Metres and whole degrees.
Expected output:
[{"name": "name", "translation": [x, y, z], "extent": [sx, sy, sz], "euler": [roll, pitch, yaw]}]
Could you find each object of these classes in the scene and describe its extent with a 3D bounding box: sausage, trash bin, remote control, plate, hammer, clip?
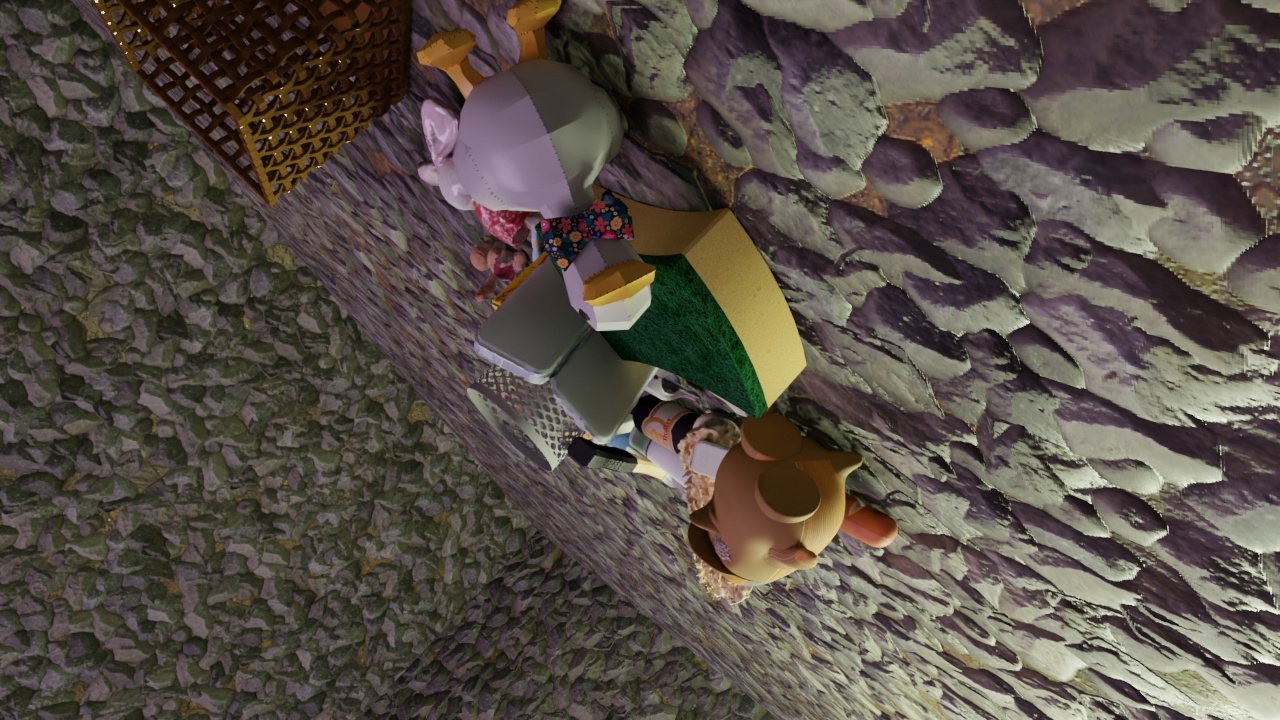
[{"name": "sausage", "translation": [0.213, 0.155, 1.035], "extent": [0.164, 0.044, 0.039], "euler": [35, -164, 27]}, {"name": "trash bin", "translation": [-0.114, 0.030, 1.243], "extent": [0.156, 0.183, 0.157], "euler": [39, 162, 15]}, {"name": "remote control", "translation": [0.134, 0.135, 1.102], "extent": [0.147, 0.008, 0.045], "euler": [17, 117, 12]}, {"name": "plate", "translation": [-0.112, 0.062, 1.399], "extent": [0.187, 0.186, 0.016], "euler": [35, 117, 37]}, {"name": "hammer", "translation": [-0.013, 0.147, 1.324], "extent": [0.131, 0.039, 0.328], "euler": [37, -175, 25]}, {"name": "clip", "translation": [-0.008, 0.007, 1.143], "extent": [0.143, 0.074, 0.125], "euler": [25, 178, -33]}]

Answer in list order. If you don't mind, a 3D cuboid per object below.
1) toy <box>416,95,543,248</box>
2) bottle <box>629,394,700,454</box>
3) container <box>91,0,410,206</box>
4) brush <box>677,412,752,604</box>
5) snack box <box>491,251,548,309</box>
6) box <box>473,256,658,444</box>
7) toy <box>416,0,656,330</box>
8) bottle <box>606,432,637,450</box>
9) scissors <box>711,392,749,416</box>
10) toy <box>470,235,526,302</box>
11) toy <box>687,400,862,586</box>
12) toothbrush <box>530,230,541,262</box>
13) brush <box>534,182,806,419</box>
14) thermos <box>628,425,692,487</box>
[{"name": "toy", "translation": [-0.176, -0.197, 1.033], "extent": [0.194, 0.084, 0.159], "euler": [35, 154, 6]}, {"name": "bottle", "translation": [0.022, 0.077, 1.258], "extent": [0.182, 0.059, 0.059], "euler": [27, 156, 44]}, {"name": "container", "translation": [-0.394, -0.344, 0.954], "extent": [0.219, 0.213, 0.252], "euler": [45, 163, -4]}, {"name": "brush", "translation": [0.105, 0.193, 1.182], "extent": [0.083, 0.056, 0.271], "euler": [4, 117, 24]}, {"name": "snack box", "translation": [-0.116, -0.072, 1.144], "extent": [0.061, 0.105, 0.084], "euler": [27, 156, 44]}, {"name": "box", "translation": [-0.066, -0.022, 1.015], "extent": [0.192, 0.209, 0.061], "euler": [36, 130, 1]}, {"name": "toy", "translation": [-0.072, -0.152, 0.757], "extent": [0.267, 0.141, 0.247], "euler": [66, 172, -16]}, {"name": "bottle", "translation": [-0.018, 0.144, 1.534], "extent": [0.130, 0.040, 0.040], "euler": [30, 158, 38]}, {"name": "scissors", "translation": [0.112, 0.045, 1.056], "extent": [0.188, 0.015, 0.146], "euler": [24, 153, 44]}, {"name": "toy", "translation": [-0.201, -0.139, 1.262], "extent": [0.106, 0.074, 0.085], "euler": [55, 143, 45]}, {"name": "toy", "translation": [0.128, 0.166, 0.988], "extent": [0.204, 0.162, 0.198], "euler": [109, 158, -46]}, {"name": "toothbrush", "translation": [-0.132, -0.140, 1.177], "extent": [0.022, 0.016, 0.155], "euler": [10, 160, 0]}, {"name": "brush", "translation": [0.027, -0.064, 0.891], "extent": [0.250, 0.075, 0.195], "euler": [23, 153, 49]}, {"name": "thermos", "translation": [0.086, 0.155, 1.282], "extent": [0.230, 0.067, 0.068], "euler": [35, 161, 25]}]
